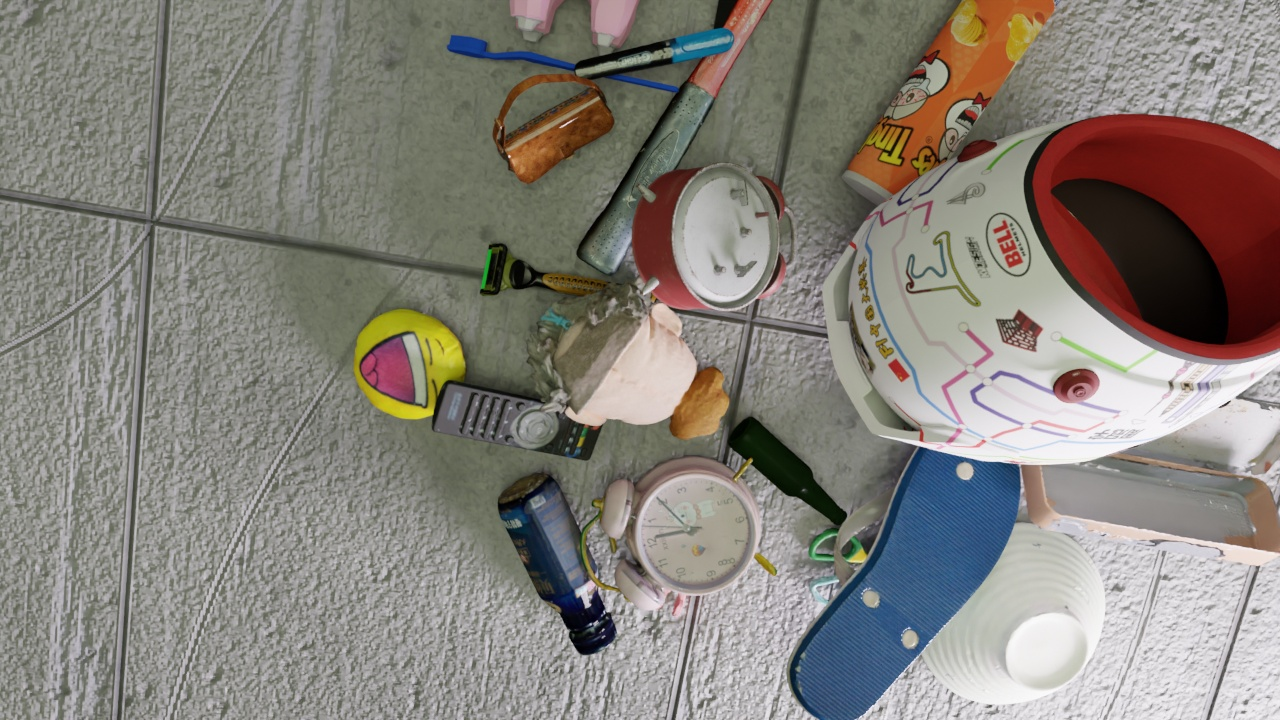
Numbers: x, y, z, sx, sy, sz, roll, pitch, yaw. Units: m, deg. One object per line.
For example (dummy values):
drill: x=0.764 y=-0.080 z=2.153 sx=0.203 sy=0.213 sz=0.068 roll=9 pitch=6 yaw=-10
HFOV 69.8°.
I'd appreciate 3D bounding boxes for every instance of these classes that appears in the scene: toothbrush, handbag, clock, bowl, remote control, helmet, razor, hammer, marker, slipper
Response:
toothbrush: x=-0.060 y=-0.229 z=0.707 sx=0.187 sy=0.016 sz=0.011 roll=13 pitch=93 yaw=9
handbag: x=-0.063 y=-0.169 z=0.646 sx=0.093 sy=0.195 sz=0.043 roll=-29 pitch=95 yaw=1
clock: x=0.071 y=-0.095 z=0.708 sx=0.156 sy=0.062 sz=0.110 roll=-7 pitch=97 yaw=-38
bowl: x=0.338 y=0.237 z=0.801 sx=0.177 sy=0.071 sz=0.177 roll=-1 pitch=101 yaw=-4
remote control: x=-0.100 y=0.050 z=0.763 sx=0.140 sy=0.021 sz=0.045 roll=14 pitch=107 yaw=-23
helmet: x=0.296 y=-0.042 z=0.665 sx=0.314 sy=0.237 sz=0.230 roll=-7 pitch=69 yaw=-19
razor: x=-0.057 y=-0.062 z=0.756 sx=0.144 sy=0.021 sz=0.044 roll=10 pitch=79 yaw=-3
clock: x=0.027 y=0.145 z=0.772 sx=0.158 sy=0.059 sz=0.117 roll=-13 pitch=90 yaw=-1
hammer: x=0.039 y=-0.218 z=0.719 sx=0.140 sy=0.036 sz=0.326 roll=30 pitch=99 yaw=-9
marker: x=0.010 y=-0.229 z=0.688 sx=0.123 sy=0.015 sz=0.018 roll=-13 pitch=99 yaw=-2
slipper: x=0.224 y=0.175 z=0.781 sx=0.118 sy=0.060 sz=0.294 roll=40 pitch=78 yaw=-4

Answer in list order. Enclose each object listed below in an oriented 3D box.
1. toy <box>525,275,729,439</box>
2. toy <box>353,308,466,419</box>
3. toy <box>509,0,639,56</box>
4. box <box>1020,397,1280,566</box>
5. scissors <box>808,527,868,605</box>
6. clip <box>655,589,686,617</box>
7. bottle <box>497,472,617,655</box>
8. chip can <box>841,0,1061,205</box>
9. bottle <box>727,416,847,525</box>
toy: x=-0.004 y=0.004 z=0.741 sx=0.176 sy=0.076 sz=0.133 roll=33 pitch=109 yaw=-19
toy: x=-0.190 y=0.004 z=0.756 sx=0.094 sy=0.041 sz=0.095 roll=-3 pitch=109 yaw=2
toy: x=-0.034 y=-0.313 z=0.684 sx=0.123 sy=0.067 sz=0.157 roll=13 pitch=97 yaw=-3
box: x=0.442 y=0.088 z=0.769 sx=0.217 sy=0.095 sz=0.120 roll=10 pitch=60 yaw=-4
scissors: x=0.212 y=0.192 z=0.819 sx=0.132 sy=0.013 sz=0.078 roll=7 pitch=97 yaw=-5
clip: x=0.038 y=0.201 z=0.813 sx=0.039 sy=0.022 sz=0.059 roll=18 pitch=98 yaw=-1
bottle: x=-0.068 y=0.176 z=0.787 sx=0.056 sy=0.056 sz=0.161 roll=-23 pitch=102 yaw=3
chip can: x=0.243 y=-0.216 z=0.712 sx=0.062 sy=0.062 sz=0.210 roll=33 pitch=99 yaw=-8
bottle: x=0.130 y=0.099 z=0.789 sx=0.123 sy=0.033 sz=0.033 roll=41 pitch=97 yaw=-9
